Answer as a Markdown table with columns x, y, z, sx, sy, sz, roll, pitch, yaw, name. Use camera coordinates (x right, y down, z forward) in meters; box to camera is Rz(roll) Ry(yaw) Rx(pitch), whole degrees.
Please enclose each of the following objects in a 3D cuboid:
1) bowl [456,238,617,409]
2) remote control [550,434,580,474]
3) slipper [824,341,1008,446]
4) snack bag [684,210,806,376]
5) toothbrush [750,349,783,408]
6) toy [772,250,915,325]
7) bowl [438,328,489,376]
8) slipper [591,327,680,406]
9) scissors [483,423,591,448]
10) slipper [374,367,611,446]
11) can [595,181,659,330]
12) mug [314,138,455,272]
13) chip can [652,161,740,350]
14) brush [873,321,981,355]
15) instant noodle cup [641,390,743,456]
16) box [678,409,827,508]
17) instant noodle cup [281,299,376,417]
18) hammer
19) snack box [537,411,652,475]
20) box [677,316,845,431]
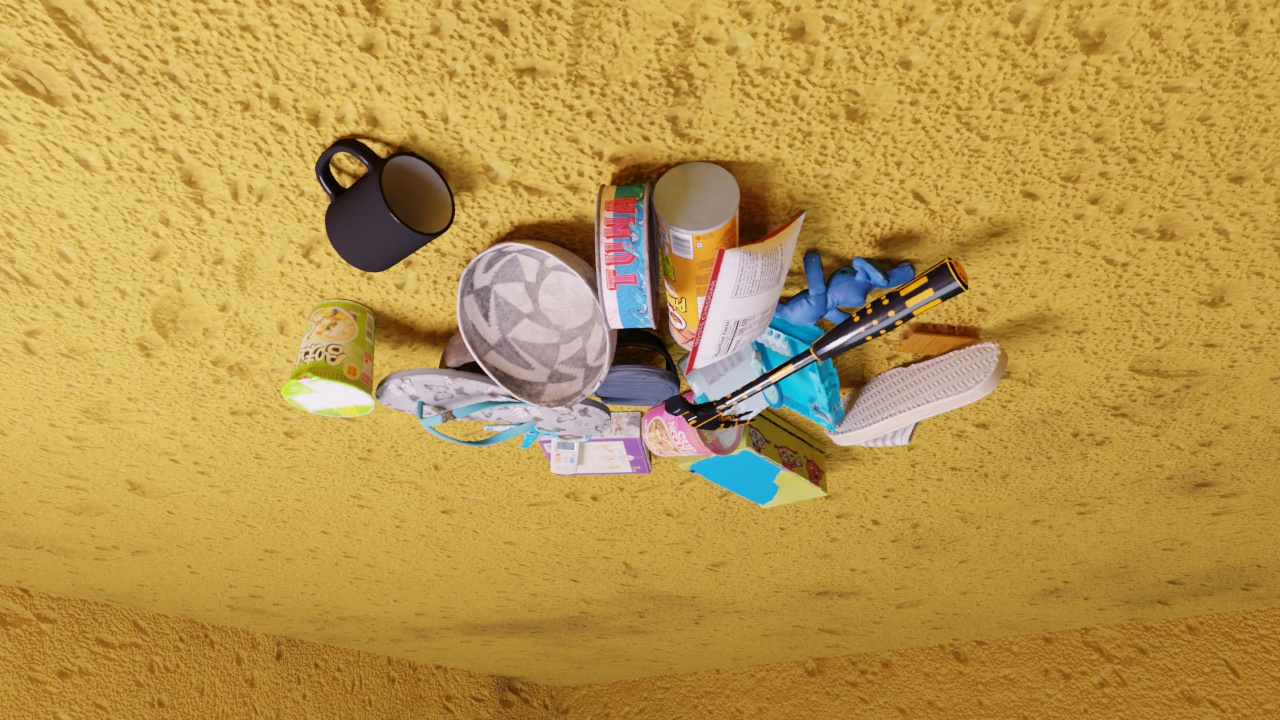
| x | y | z | sx | sy | sz | roll | pitch | yaw | name |
| --- | --- | --- | --- | --- | --- | --- | --- | --- | --- |
| -0.093 | -0.048 | 0.928 | 0.178 | 0.081 | 0.179 | 12 | 122 | 21 | bowl |
| -0.105 | 0.129 | 1.273 | 0.038 | 0.018 | 0.126 | 4 | 151 | -5 | remote control |
| 0.321 | 0.048 | 1.077 | 0.054 | 0.114 | 0.273 | 45 | 150 | -8 | slipper |
| 0.100 | -0.062 | 0.844 | 0.039 | 0.143 | 0.131 | 33 | 129 | 26 | snack bag |
| 0.137 | 0.023 | 0.996 | 0.022 | 0.017 | 0.135 | -7 | 153 | 16 | toothbrush |
| 0.186 | -0.072 | 0.920 | 0.176 | 0.071 | 0.113 | -8 | 162 | 16 | toy |
| -0.149 | 0.001 | 1.062 | 0.162 | 0.070 | 0.162 | 1 | 152 | 0 | bowl |
| -0.006 | 0.006 | 1.073 | 0.101 | 0.082 | 0.264 | 2 | 172 | -1 | slipper |
| -0.126 | 0.081 | 1.127 | 0.134 | 0.011 | 0.140 | 4 | 152 | -2 | scissors |
| -0.166 | 0.059 | 1.032 | 0.268 | 0.054 | 0.098 | 7 | 145 | -6 | slipper |
| -0.010 | -0.092 | 0.816 | 0.044 | 0.129 | 0.130 | -2 | 152 | 5 | can |
| -0.232 | -0.141 | 0.803 | 0.088 | 0.078 | 0.113 | -23 | 117 | 37 | mug |
| 0.058 | -0.090 | 0.876 | 0.075 | 0.075 | 0.215 | -2 | 152 | 5 | chip can |
| 0.321 | -0.025 | 1.052 | 0.126 | 0.017 | 0.048 | 5 | 152 | -7 | brush |
| 0.062 | 0.084 | 1.200 | 0.097 | 0.097 | 0.109 | 25 | 151 | -38 | instant noodle cup |
| 0.161 | 0.135 | 1.302 | 0.125 | 0.082 | 0.221 | -21 | 143 | 36 | box |
| -0.337 | -0.004 | 1.020 | 0.099 | 0.107 | 0.099 | 1 | 152 | 0 | instant noodle cup |
| 0.177 | -0.007 | 0.916 | 0.321 | 0.036 | 0.123 | -32 | 149 | 28 | hammer |
| -0.063 | 0.123 | 1.324 | 0.148 | 0.040 | 0.143 | -2 | 152 | 6 | snack box |
| 0.147 | 0.014 | 1.074 | 0.170 | 0.085 | 0.227 | -6 | 152 | 16 | box |
